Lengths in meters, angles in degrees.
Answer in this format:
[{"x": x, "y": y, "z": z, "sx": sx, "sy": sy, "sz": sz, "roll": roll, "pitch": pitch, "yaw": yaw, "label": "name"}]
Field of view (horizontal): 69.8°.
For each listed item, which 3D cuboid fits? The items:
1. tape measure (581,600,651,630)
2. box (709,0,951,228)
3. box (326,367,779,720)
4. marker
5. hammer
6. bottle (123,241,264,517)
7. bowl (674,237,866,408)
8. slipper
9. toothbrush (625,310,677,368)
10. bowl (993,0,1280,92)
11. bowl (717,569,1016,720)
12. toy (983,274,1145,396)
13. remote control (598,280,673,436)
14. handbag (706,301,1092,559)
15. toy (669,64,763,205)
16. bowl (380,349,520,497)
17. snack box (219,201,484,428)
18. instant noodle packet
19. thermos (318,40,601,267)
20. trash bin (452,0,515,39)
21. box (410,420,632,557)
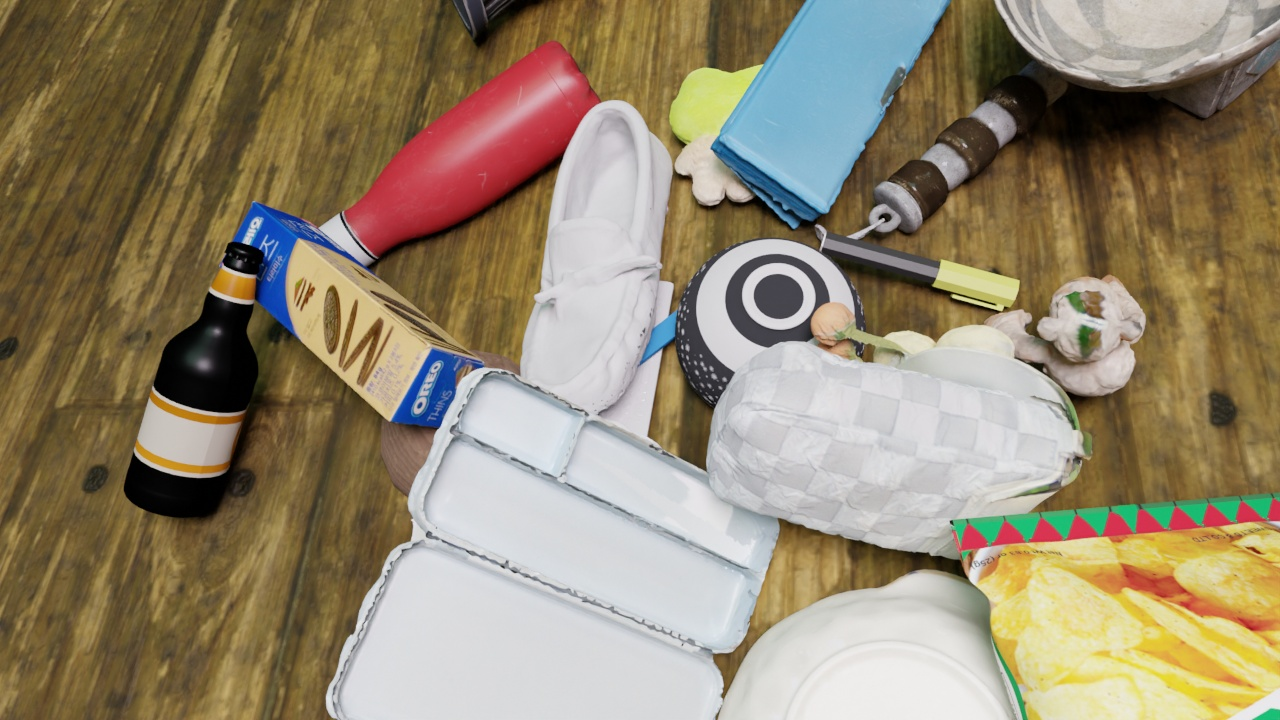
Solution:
[{"x": -0.020, "y": 0.150, "z": 0.525, "sx": 0.064, "sy": 0.037, "sz": 0.065, "roll": 17, "pitch": 68, "yaw": 20, "label": "tape measure"}, {"x": 0.137, "y": -0.206, "z": 0.651, "sx": 0.093, "sy": 0.053, "sz": 0.231, "roll": 33, "pitch": 71, "yaw": -4, "label": "box"}, {"x": -0.032, "y": 0.124, "z": 0.475, "sx": 0.208, "sy": 0.037, "sz": 0.188, "roll": 27, "pitch": 75, "yaw": -22, "label": "box"}, {"x": 0.176, "y": -0.058, "z": 0.585, "sx": 0.124, "sy": 0.017, "sz": 0.021, "roll": 16, "pitch": 102, "yaw": 7, "label": "marker"}, {"x": 0.258, "y": -0.176, "z": 0.615, "sx": 0.326, "sy": 0.079, "sz": 0.177, "roll": -41, "pitch": 61, "yaw": -3, "label": "hammer"}, {"x": -0.285, "y": 0.010, "z": 0.603, "sx": 0.059, "sy": 0.059, "sz": 0.182, "roll": 26, "pitch": 101, "yaw": 24, "label": "bottle"}, {"x": 0.081, "y": -0.026, "z": 0.564, "sx": 0.120, "sy": 0.066, "sz": 0.120, "roll": -1, "pitch": 70, "yaw": 2, "label": "bowl"}, {"x": -0.028, "y": -0.072, "z": 0.611, "sx": 0.112, "sy": 0.074, "sz": 0.246, "roll": -13, "pitch": 53, "yaw": 36, "label": "slipper"}, {"x": 0.010, "y": -0.015, "z": 0.604, "sx": 0.166, "sy": 0.014, "sz": 0.016, "roll": -37, "pitch": 69, "yaw": -15, "label": "toothbrush"}, {"x": 0.301, "y": -0.225, "z": 0.532, "sx": 0.179, "sy": 0.081, "sz": 0.178, "roll": -9, "pitch": 72, "yaw": 27, "label": "bowl"}, {"x": 0.127, "y": 0.200, "z": 0.453, "sx": 0.188, "sy": 0.060, "sz": 0.219, "roll": 22, "pitch": 69, "yaw": 22, "label": "bowl"}, {"x": 0.240, "y": -0.015, "z": 0.517, "sx": 0.085, "sy": 0.106, "sz": 0.074, "roll": -7, "pitch": 82, "yaw": 18, "label": "toy"}, {"x": -0.004, "y": 0.004, "z": 0.612, "sx": 0.033, "sy": 0.012, "sz": 0.130, "roll": 7, "pitch": 65, "yaw": 8, "label": "remote control"}, {"x": 0.125, "y": 0.031, "z": 0.486, "sx": 0.171, "sy": 0.113, "sz": 0.123, "roll": 11, "pitch": 58, "yaw": -1, "label": "handbag"}, {"x": 0.065, "y": -0.164, "z": 0.667, "sx": 0.092, "sy": 0.046, "sz": 0.115, "roll": 1, "pitch": 70, "yaw": 15, "label": "toy"}, {"x": -0.123, "y": 0.040, "z": 0.611, "sx": 0.118, "sy": 0.030, "sz": 0.117, "roll": -6, "pitch": 62, "yaw": 10, "label": "bowl"}, {"x": -0.197, "y": -0.033, "z": 0.608, "sx": 0.207, "sy": 0.057, "sz": 0.056, "roll": 35, "pitch": 99, "yaw": 28, "label": "snack box"}, {"x": 0.259, "y": 0.183, "z": 0.398, "sx": 0.195, "sy": 0.090, "sz": 0.252, "roll": -2, "pitch": 62, "yaw": -14, "label": "instant noodle packet"}, {"x": -0.140, "y": -0.142, "z": 0.687, "sx": 0.240, "sy": 0.073, "sz": 0.073, "roll": -34, "pitch": 60, "yaw": 3, "label": "thermos"}, {"x": -0.067, "y": -0.389, "z": 0.753, "sx": 0.227, "sy": 0.164, "sz": 0.164, "roll": -25, "pitch": 60, "yaw": -5, "label": "trash bin"}, {"x": -0.068, "y": 0.096, "z": 0.557, "sx": 0.106, "sy": 0.151, "sz": 0.080, "roll": 1, "pitch": 57, "yaw": -34, "label": "box"}]
